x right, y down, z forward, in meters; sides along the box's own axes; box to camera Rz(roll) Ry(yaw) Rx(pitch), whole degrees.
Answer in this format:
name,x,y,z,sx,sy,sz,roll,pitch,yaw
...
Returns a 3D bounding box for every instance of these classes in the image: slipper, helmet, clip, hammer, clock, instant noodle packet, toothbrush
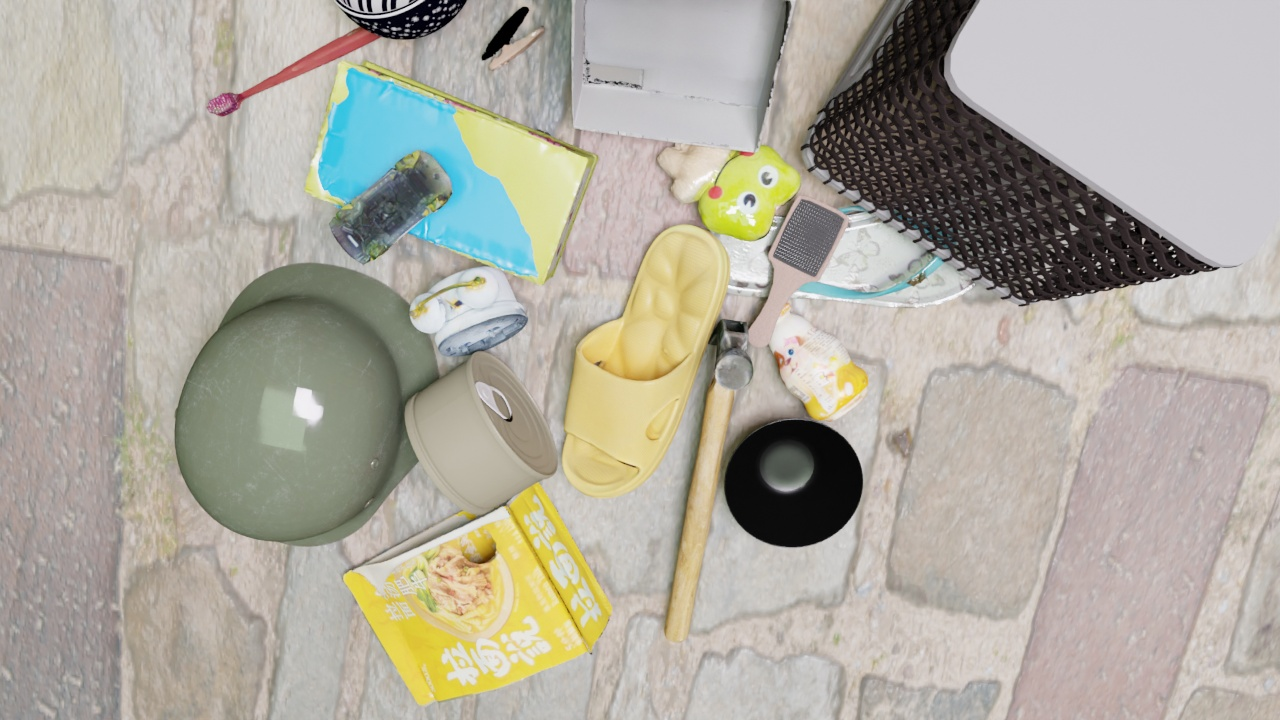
name,x,y,z,sx,sy,sz,roll,pitch,yaw
slipper,0.189,-0.088,0.799,0.269,0.054,0.098,-4,106,5
helmet,-0.307,0.059,0.802,0.227,0.153,0.268,15,104,-2
slipper,-0.005,0.005,0.800,0.099,0.078,0.263,29,101,28
clip,-0.114,-0.277,0.777,0.061,0.025,0.045,-31,101,13
hammer,0.057,0.118,0.837,0.033,0.132,0.331,8,115,-1
clock,-0.148,-0.043,0.790,0.083,0.117,0.057,-26,77,8
instant noodle packet,-0.165,0.236,0.887,0.222,0.084,0.163,-27,100,15
toothbrush,-0.291,-0.256,0.793,0.190,0.016,0.016,-23,101,8

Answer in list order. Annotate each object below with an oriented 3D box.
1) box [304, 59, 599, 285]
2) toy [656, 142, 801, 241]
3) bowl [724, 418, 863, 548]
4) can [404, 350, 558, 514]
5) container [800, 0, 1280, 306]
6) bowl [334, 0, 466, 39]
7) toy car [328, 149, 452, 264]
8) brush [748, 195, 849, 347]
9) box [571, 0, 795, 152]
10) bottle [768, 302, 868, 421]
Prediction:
name,x,y,z,sx,sy,sz,roll,pitch,yaw
box,-0.160,-0.161,0.784,0.221,0.079,0.124,20,104,-1
toy,0.072,-0.156,0.784,0.118,0.043,0.092,35,81,8
bowl,0.138,0.105,0.848,0.124,0.052,0.124,1,104,2
can,-0.139,0.064,0.811,0.073,0.127,0.128,-32,101,11
container,0.300,-0.199,0.641,0.245,0.243,0.247,31,90,-6
bowl,-0.184,-0.309,0.744,0.120,0.066,0.120,-5,72,15
toy car,-0.198,-0.123,0.739,0.105,0.033,0.048,-37,98,8
brush,0.127,-0.072,0.785,0.050,0.015,0.136,28,104,12
box,0.034,-0.273,0.591,0.166,0.419,0.108,7,74,0
bottle,0.152,0.000,0.817,0.063,0.063,0.109,-39,86,10
